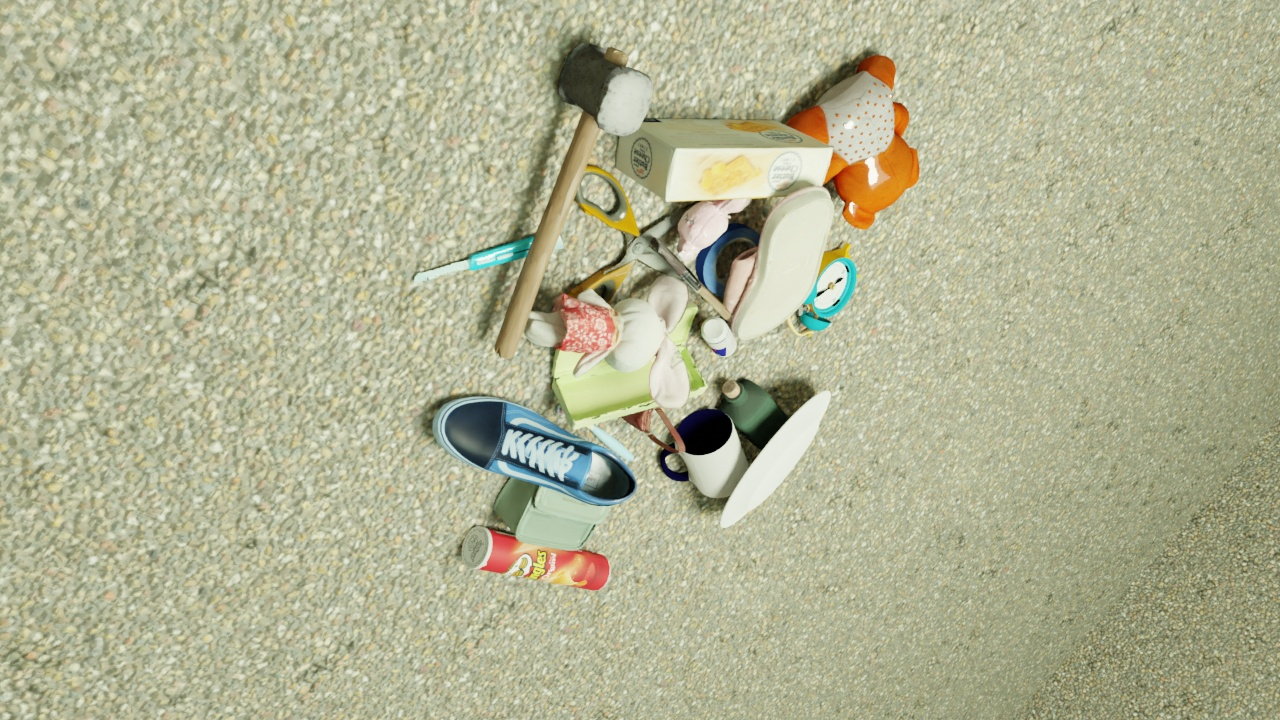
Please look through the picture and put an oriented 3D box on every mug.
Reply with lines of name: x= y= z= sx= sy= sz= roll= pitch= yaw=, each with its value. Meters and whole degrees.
mug: x=0.082 y=0.130 z=1.234 sx=0.112 sy=0.078 sz=0.097 roll=-16 pitch=133 yaw=10

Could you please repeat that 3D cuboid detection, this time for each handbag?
handbag: x=0.018 y=0.078 z=1.113 sx=0.029 sy=0.119 sz=0.055 roll=-5 pitch=122 yaw=-33
handbag: x=-0.104 y=0.175 z=1.132 sx=0.121 sy=0.067 sz=0.106 roll=22 pitch=104 yaw=-42

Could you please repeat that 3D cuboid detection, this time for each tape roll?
tape roll: x=0.110 y=-0.122 z=1.114 sx=0.093 sy=0.016 sz=0.091 roll=-25 pitch=131 yaw=-20

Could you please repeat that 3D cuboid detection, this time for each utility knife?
utility knife: x=-0.155 y=-0.103 z=0.942 sx=0.161 sy=0.015 sz=0.022 roll=-20 pitch=128 yaw=-20

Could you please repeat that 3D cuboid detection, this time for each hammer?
hammer: x=-0.083 y=-0.148 z=0.910 sx=0.052 sy=0.098 sz=0.329 roll=6 pitch=118 yaw=-39

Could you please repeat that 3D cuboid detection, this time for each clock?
clock: x=0.238 y=-0.091 z=1.211 sx=0.129 sy=0.044 sz=0.099 roll=-44 pitch=135 yaw=-12

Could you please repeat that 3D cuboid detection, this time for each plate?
plate: x=0.195 y=0.143 z=1.284 sx=0.242 sy=0.016 sz=0.243 roll=-43 pitch=158 yaw=-22

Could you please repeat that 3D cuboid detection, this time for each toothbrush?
toothbrush: x=-0.052 y=0.092 z=1.147 sx=0.022 sy=0.016 sz=0.155 roll=-23 pitch=139 yaw=23

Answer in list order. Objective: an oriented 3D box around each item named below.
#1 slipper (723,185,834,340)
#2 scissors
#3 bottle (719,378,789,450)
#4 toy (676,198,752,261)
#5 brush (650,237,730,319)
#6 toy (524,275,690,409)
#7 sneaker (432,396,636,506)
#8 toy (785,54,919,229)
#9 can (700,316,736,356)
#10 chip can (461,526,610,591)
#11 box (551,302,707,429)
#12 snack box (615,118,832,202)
slipper: x=0.157 y=-0.114 z=1.072 sx=0.114 sy=0.054 sz=0.275 roll=-22 pitch=155 yaw=-18
scissors: x=-0.026 y=-0.120 z=1.020 sx=0.230 sy=0.016 sz=0.225 roll=-51 pitch=137 yaw=3
bottle: x=0.149 y=0.067 z=1.239 sx=0.061 sy=0.061 sz=0.131 roll=-48 pitch=135 yaw=-2
toy: x=0.078 y=-0.159 z=1.025 sx=0.110 sy=0.063 sz=0.047 roll=-40 pitch=100 yaw=11
brush: x=0.060 y=-0.092 z=1.053 sx=0.012 sy=0.039 sz=0.151 roll=-42 pitch=127 yaw=10
toy: x=-0.029 y=-0.028 z=0.999 sx=0.194 sy=0.084 sz=0.159 roll=3 pitch=74 yaw=-25
sneaker: x=-0.106 y=0.099 z=1.020 sx=0.241 sy=0.098 sz=0.083 roll=26 pitch=71 yaw=-25
toy: x=0.262 y=-0.253 z=1.089 sx=0.163 sy=0.093 sz=0.172 roll=-40 pitch=122 yaw=-10
can: x=0.097 y=-0.028 z=1.130 sx=0.032 sy=0.032 sz=0.095 roll=-47 pitch=163 yaw=1
chip can: x=-0.129 y=0.258 z=1.182 sx=0.214 sy=0.052 sz=0.052 roll=24 pitch=104 yaw=-43
box: x=-0.014 y=0.004 z=1.092 sx=0.187 sy=0.066 sz=0.127 roll=-16 pitch=108 yaw=-27
snack box: x=0.090 y=-0.215 z=0.974 sx=0.207 sy=0.104 sz=0.058 roll=-9 pitch=123 yaw=-31
